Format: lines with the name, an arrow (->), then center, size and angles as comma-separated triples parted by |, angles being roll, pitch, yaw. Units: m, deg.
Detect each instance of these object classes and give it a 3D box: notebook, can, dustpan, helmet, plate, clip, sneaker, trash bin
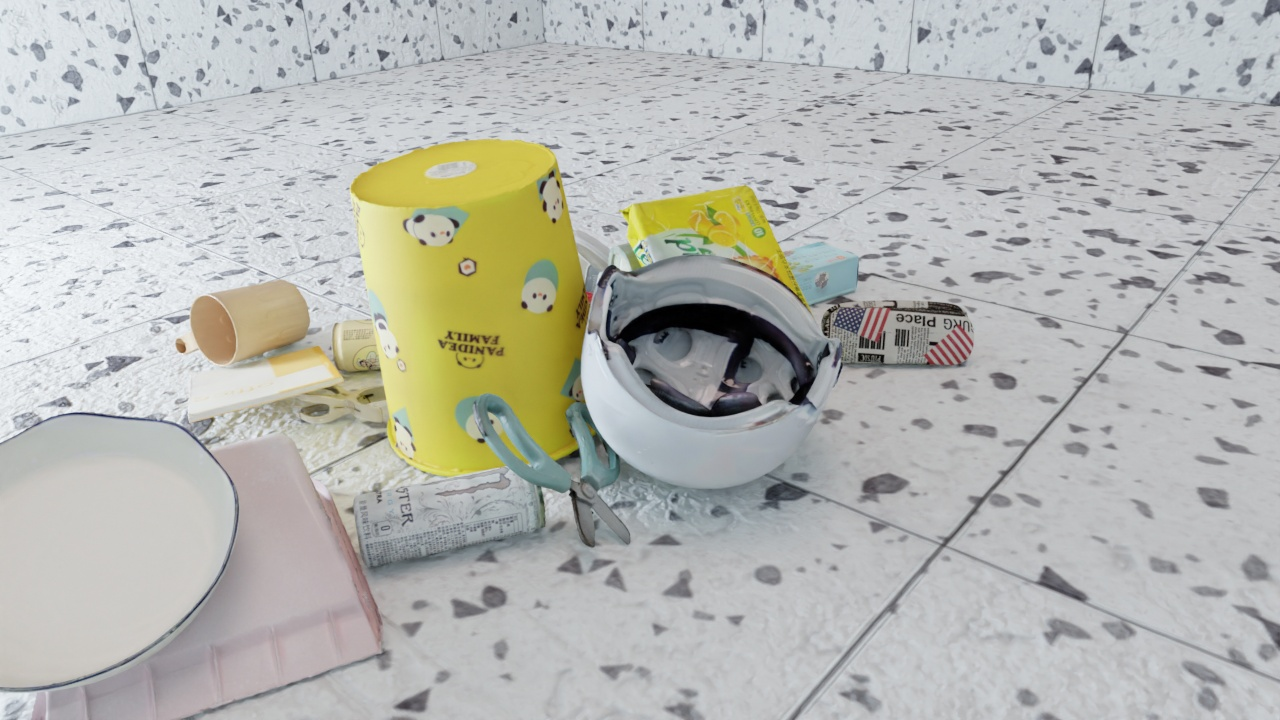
notebook -> -0.401, 0.020, 0.971 | 0.145, 0.010, 0.206 | -16, 16, -22
can -> -0.154, 0.124, 0.742 | 0.146, 0.058, 0.058 | -10, 28, -15
dustpan -> -0.332, 0.171, 0.719 | 0.222, 0.139, 0.273 | -11, 56, -20
can -> -0.285, -0.020, 1.040 | 0.116, 0.059, 0.058 | -4, 27, -4
helmet -> 0.053, 0.020, 0.826 | 0.229, 0.146, 0.258 | 16, 32, 1
plate -> -0.382, 0.128, 0.624 | 0.205, 0.046, 0.204 | 5, 51, -6
clip -> -0.305, 0.046, 0.939 | 0.099, 0.034, 0.066 | 3, 26, 5
sneaker -> -0.138, -0.122, 1.175 | 0.242, 0.090, 0.090 | 16, 39, 5
trash bin -> -0.153, -0.058, 0.867 | 0.229, 0.256, 0.229 | -5, 30, 3

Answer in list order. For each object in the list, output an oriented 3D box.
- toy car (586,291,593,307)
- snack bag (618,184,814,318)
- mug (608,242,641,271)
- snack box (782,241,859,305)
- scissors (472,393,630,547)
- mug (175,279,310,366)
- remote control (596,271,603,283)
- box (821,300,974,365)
toy car -> -0.104, -0.058, 1.110 | 0.053, 0.045, 0.120 | 15, 32, 43
snack bag -> 0.088, -0.082, 1.021 | 0.157, 0.068, 0.246 | -13, 67, -20
mug -> 0.019, -0.098, 1.122 | 0.103, 0.124, 0.083 | -15, 60, -22
snack box -> 0.194, -0.104, 1.182 | 0.174, 0.052, 0.074 | -18, 30, -29
scissors -> -0.073, 0.076, 0.758 | 0.181, 0.019, 0.170 | 32, 28, -28
mug -> -0.468, -0.041, 1.080 | 0.125, 0.084, 0.103 | -17, 5, 35
remote control -> 0.013, -0.099, 1.178 | 0.149, 0.058, 0.021 | -14, 31, -23
box -> 0.285, -0.026, 1.020 | 0.163, 0.076, 0.087 | 4, 48, 5
